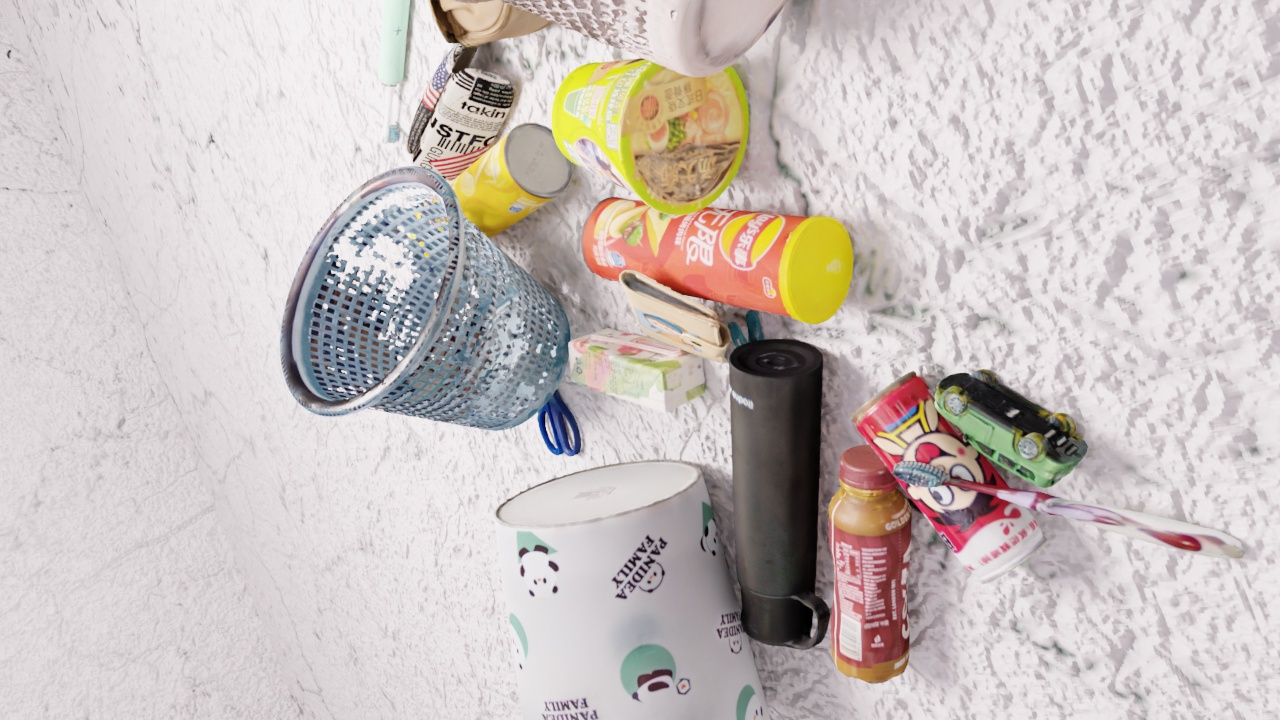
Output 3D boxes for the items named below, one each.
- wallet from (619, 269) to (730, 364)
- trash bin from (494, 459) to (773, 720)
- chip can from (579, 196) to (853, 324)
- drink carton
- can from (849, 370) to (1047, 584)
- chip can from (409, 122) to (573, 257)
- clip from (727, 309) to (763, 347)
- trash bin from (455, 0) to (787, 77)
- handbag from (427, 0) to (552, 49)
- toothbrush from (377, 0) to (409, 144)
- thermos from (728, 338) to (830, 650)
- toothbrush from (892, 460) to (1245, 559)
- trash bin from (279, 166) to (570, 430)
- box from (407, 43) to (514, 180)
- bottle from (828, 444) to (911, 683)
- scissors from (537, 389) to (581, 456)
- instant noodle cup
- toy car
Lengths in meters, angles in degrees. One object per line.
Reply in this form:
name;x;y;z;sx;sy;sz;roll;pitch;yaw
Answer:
wallet;0.030;-0.030;0.705;0.087;0.024;0.115;29;170;13
trash bin;-0.011;0.232;0.801;0.230;0.229;0.252;-3;101;51
chip can;0.048;-0.080;0.676;0.217;0.073;0.073;18;122;46
drink carton;-0.005;0.005;0.798;0.123;0.053;0.045;16;120;45
can;0.197;0.074;0.590;0.132;0.053;0.053;55;141;16
chip can;-0.147;-0.153;0.875;0.214;0.071;0.072;-18;94;52
clip;0.086;-0.010;0.708;0.014;0.039;0.056;4;120;51
trash bin;-0.004;-0.279;0.540;0.192;0.226;0.228;37;135;16
handbag;-0.140;-0.357;0.734;0.148;0.099;0.204;-15;93;56
toothbrush;-0.258;-0.322;0.955;0.026;0.027;0.225;57;144;34
thermos;0.112;0.110;0.700;0.090;0.068;0.243;26;129;49
toothbrush;0.239;0.085;0.529;0.188;0.017;0.016;13;102;25
trash bin;-0.179;-0.032;0.840;0.227;0.195;0.226;-15;63;32
box;-0.181;-0.247;0.885;0.163;0.076;0.088;-39;53;55
bottle;0.166;0.147;0.662;0.057;0.057;0.175;18;122;45
scissors;-0.106;0.020;0.963;0.108;0.012;0.174;-39;76;52
instant noodle cup;-0.003;-0.172;0.668;0.123;0.111;0.112;28;129;49
toy car;0.220;0.039;0.552;0.091;0.043;0.036;40;136;31
